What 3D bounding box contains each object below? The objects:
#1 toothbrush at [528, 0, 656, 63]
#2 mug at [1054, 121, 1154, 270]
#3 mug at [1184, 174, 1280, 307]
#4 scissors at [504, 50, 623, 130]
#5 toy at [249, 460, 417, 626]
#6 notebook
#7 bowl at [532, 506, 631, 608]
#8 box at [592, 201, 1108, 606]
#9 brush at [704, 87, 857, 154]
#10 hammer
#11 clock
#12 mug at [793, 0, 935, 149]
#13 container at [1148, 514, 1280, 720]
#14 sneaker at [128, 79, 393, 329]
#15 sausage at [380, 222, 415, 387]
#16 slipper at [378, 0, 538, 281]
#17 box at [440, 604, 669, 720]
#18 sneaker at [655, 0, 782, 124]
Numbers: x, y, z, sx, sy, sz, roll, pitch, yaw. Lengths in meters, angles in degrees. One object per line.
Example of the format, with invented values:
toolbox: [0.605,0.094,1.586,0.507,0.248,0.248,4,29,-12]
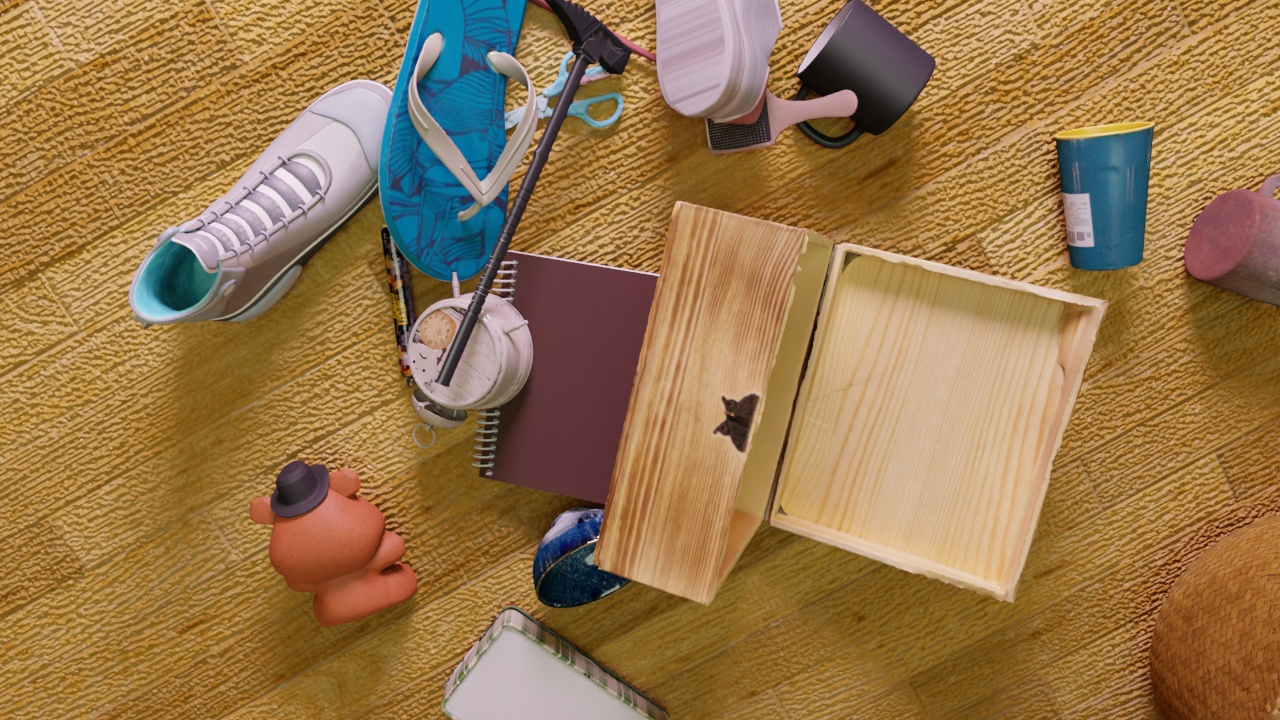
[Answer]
toothbrush: [-0.042,-0.291,0.786,0.190,0.016,0.016,24,94,-8]
mug: [0.413,-0.145,0.817,0.078,0.078,0.121,-10,106,-2]
mug: [0.571,-0.114,0.828,0.110,0.096,0.122,17,79,-11]
scissors: [-0.078,-0.216,0.803,0.141,0.015,0.076,-27,103,8]
toy: [-0.274,0.167,0.819,0.112,0.096,0.176,-16,129,-1]
notebook: [-0.059,0.018,0.818,0.172,0.022,0.209,10,100,11]
bowl: [-0.052,0.171,0.843,0.114,0.060,0.115,-19,144,-15]
box: [0.184,0.048,0.739,0.337,0.285,0.279,14,100,14]
brush: [0.116,-0.208,0.778,0.136,0.015,0.050,-3,104,28]
hammer: [-0.102,-0.132,0.746,0.095,0.015,0.325,26,86,-50]
clock: [-0.162,0.011,0.798,0.103,0.061,0.157,34,105,14]
mug: [0.181,-0.237,0.787,0.088,0.078,0.114,34,123,-9]
container: [0.644,0.299,0.849,0.307,0.196,0.307,-1,102,-3]
sneaker: [-0.294,-0.125,0.728,0.257,0.160,0.093,-45,100,6]
sausage: [-0.213,-0.052,0.818,0.020,0.020,0.155,-5,101,-3]
slipper: [-0.144,-0.206,0.749,0.118,0.060,0.295,5,104,-29]
box: [-0.079,0.337,0.887,0.205,0.051,0.118,36,94,-10]
sneaker: [0.072,-0.304,0.763,0.099,0.089,0.236,-2,81,38]
